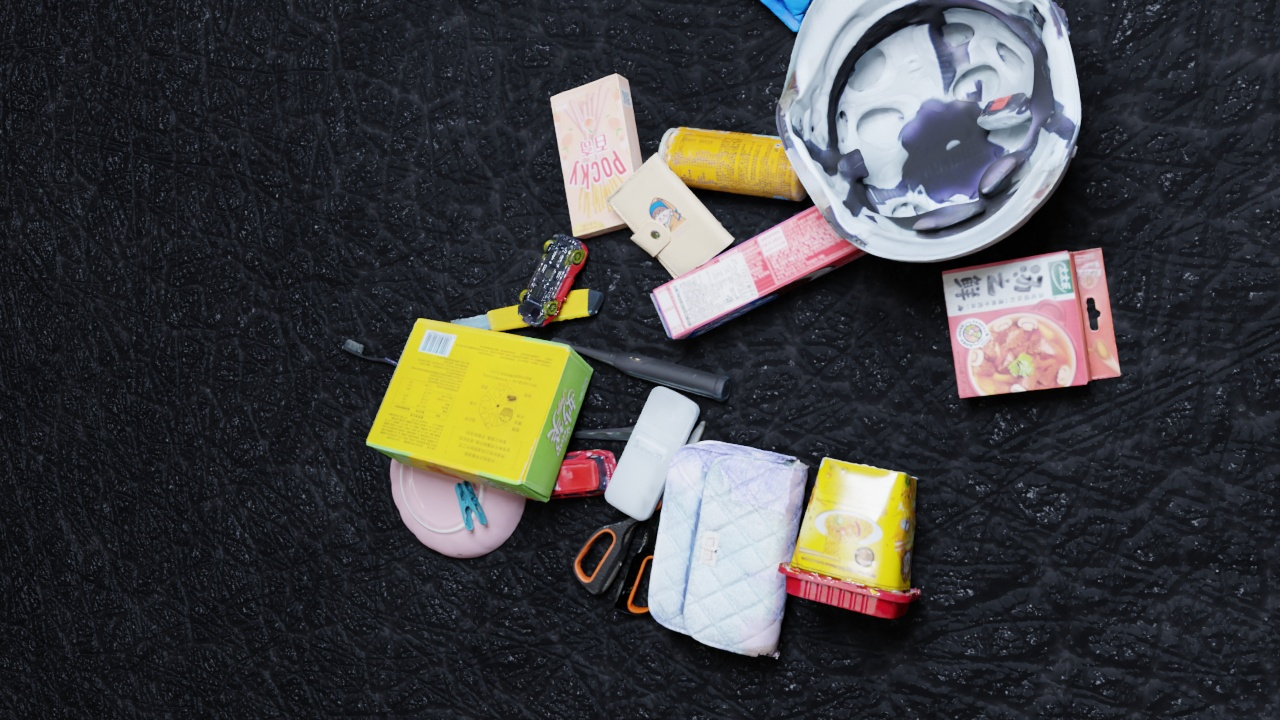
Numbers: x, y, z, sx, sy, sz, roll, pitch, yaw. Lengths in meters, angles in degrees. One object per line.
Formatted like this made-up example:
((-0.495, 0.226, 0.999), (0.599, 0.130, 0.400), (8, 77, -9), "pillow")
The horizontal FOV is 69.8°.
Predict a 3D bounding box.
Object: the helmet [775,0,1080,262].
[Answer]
((0.244, -0.202, 0.769), (0.229, 0.145, 0.258), (-24, 72, 22), "helmet")

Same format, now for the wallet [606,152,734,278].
((0.025, -0.139, 0.918), (0.115, 0.024, 0.088), (45, 131, -11), "wallet")

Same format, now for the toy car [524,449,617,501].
((-0.082, 0.124, 0.996), (0.121, 0.045, 0.053), (-10, 85, 29), "toy car")

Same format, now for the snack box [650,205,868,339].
((0.113, -0.086, 0.886), (0.208, 0.057, 0.058), (-26, 82, 24), "snack box")

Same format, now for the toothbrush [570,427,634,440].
((-0.056, 0.080, 0.997), (0.181, 0.018, 0.015), (-2, 87, 25), "toothbrush")

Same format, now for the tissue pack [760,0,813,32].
((0.166, -0.393, 0.854), (0.095, 0.052, 0.157), (46, 109, 21), "tissue pack")

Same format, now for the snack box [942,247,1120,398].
((0.332, -0.031, 0.783), (0.127, 0.044, 0.113), (-9, 87, 26), "snack box")

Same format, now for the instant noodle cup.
((0.196, 0.157, 0.825), (0.116, 0.116, 0.123), (9, 84, 26), "instant noodle cup")

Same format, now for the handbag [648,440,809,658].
((0.084, 0.181, 0.895), (0.134, 0.075, 0.194), (10, 96, 21), "handbag")

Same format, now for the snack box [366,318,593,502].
((-0.174, 0.051, 0.995), (0.210, 0.070, 0.157), (10, 72, 26), "snack box")

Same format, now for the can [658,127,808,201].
((0.093, -0.192, 0.892), (0.146, 0.058, 0.058), (13, 97, 26), "can")

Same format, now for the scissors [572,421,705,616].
((0.021, 0.167, 0.963), (0.234, 0.021, 0.162), (-40, 81, 15), "scissors")

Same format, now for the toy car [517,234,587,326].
((-0.095, -0.085, 0.994), (0.049, 0.031, 0.106), (24, 86, 40), "toy car")

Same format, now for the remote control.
((0.012, 0.096, 0.944), (0.056, 0.020, 0.136), (27, 97, 24), "remote control")

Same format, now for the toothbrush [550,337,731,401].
((-0.006, 0.006, 0.965), (0.213, 0.026, 0.027), (14, 142, 27), "toothbrush")

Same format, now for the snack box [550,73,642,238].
((-0.043, -0.216, 0.977), (0.085, 0.026, 0.157), (-11, 86, 26), "snack box")

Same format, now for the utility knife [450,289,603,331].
((-0.131, -0.052, 1.030), (0.207, 0.015, 0.033), (-8, 67, 27), "utility knife")

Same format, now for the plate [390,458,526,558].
((-0.221, 0.137, 1.067), (0.193, 0.039, 0.192), (1, 91, 26), "plate")

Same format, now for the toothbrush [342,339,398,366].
((-0.291, 0.005, 1.114), (0.189, 0.014, 0.016), (18, 87, 25), "toothbrush")

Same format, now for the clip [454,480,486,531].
((-0.191, 0.161, 1.022), (0.040, 0.014, 0.056), (-27, 79, 24), "clip")
